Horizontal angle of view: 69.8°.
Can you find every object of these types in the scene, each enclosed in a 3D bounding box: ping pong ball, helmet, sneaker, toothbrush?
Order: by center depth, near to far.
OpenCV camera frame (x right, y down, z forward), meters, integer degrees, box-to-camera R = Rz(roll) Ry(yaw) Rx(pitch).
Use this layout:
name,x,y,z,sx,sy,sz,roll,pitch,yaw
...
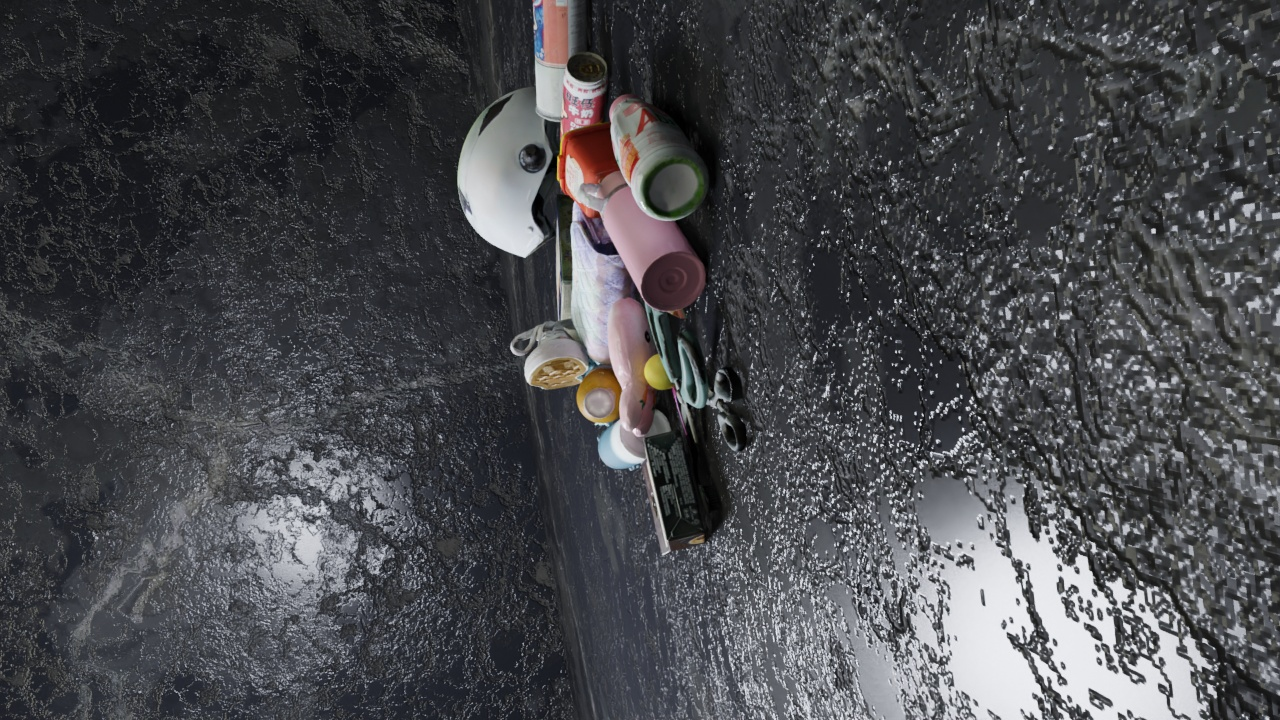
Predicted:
name,x,y,z,sx,sy,sz,roll,pitch,yaw
toothbrush,0.055,0.082,0.994,0.014,0.017,0.189,97,163,-50
ping pong ball,0.024,0.012,1.001,0.040,0.040,0.040,170,91,-78
sneaker,-0.121,-0.014,1.293,0.241,0.118,0.088,105,153,-82
helmet,-0.195,-0.290,1.375,0.228,0.146,0.259,-88,6,-75

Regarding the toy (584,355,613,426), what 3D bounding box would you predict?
name,x,y,z,sx,sy,sz,roll,pitch,yaw
toy,-0.061,0.024,1.379,0.161,0.049,0.156,-108,16,-52

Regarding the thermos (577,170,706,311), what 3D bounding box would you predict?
name,x,y,z,sx,sy,sz,roll,pitch,yaw
thermos,-0.005,-0.129,0.921,0.067,0.087,0.198,-66,30,29

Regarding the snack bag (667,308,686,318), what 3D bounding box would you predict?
name,x,y,z,sx,sy,sz,roll,pitch,yaw
snack bag,0.023,-0.070,0.978,0.104,0.026,0.048,-142,32,-72

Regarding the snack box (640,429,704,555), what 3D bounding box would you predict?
name,x,y,z,sx,sy,sz,roll,pitch,yaw
snack box,0.034,0.148,1.010,0.126,0.053,0.113,77,180,-72

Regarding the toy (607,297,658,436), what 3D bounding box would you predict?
name,x,y,z,sx,sy,sz,roll,pitch,yaw
toy,-0.006,0.006,1.054,0.121,0.054,0.159,37,-132,-73

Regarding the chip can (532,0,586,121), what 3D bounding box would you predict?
name,x,y,z,sx,sy,sz,roll,pitch,yaw
chip can,-0.101,-0.417,1.163,0.071,0.071,0.215,-112,19,-45

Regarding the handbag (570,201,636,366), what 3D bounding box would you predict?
name,x,y,z,sx,sy,sz,roll,pitch,yaw
handbag,-0.048,-0.102,1.160,0.194,0.075,0.134,92,161,-46

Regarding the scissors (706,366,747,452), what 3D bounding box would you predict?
name,x,y,z,sx,sy,sz,roll,pitch,yaw
scissors,0.071,0.044,0.883,0.171,0.014,0.150,101,158,-59

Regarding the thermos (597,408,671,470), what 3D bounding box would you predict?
name,x,y,z,sx,sy,sz,roll,pitch,yaw
thermos,-0.012,0.105,1.191,0.221,0.070,0.070,132,127,-75

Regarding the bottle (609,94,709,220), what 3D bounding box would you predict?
name,x,y,z,sx,sy,sz,roll,pitch,yaw
bottle,0.008,-0.200,0.862,0.196,0.068,0.068,-111,16,-54

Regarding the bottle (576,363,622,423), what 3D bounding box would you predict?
name,x,y,z,sx,sy,sz,roll,pitch,yaw
bottle,-0.047,0.043,1.193,0.189,0.068,0.068,-72,-27,-84

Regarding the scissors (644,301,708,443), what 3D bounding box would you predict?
name,x,y,z,sx,sy,sz,roll,pitch,yaw
scissors,0.044,0.014,0.909,0.176,0.019,0.175,-149,41,-73

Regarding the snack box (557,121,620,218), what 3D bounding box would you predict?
name,x,y,z,sx,sy,sz,roll,pitch,yaw
snack box,-0.051,-0.220,1.078,0.091,0.082,0.080,97,149,-51

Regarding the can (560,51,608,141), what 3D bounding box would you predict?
name,x,y,z,sx,sy,sz,roll,pitch,yaw
can,-0.071,-0.319,1.146,0.133,0.053,0.053,105,153,-63

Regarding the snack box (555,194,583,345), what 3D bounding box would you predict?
name,x,y,z,sx,sy,sz,roll,pitch,yaw
snack box,-0.105,-0.128,1.402,0.178,0.046,0.182,98,169,-53
